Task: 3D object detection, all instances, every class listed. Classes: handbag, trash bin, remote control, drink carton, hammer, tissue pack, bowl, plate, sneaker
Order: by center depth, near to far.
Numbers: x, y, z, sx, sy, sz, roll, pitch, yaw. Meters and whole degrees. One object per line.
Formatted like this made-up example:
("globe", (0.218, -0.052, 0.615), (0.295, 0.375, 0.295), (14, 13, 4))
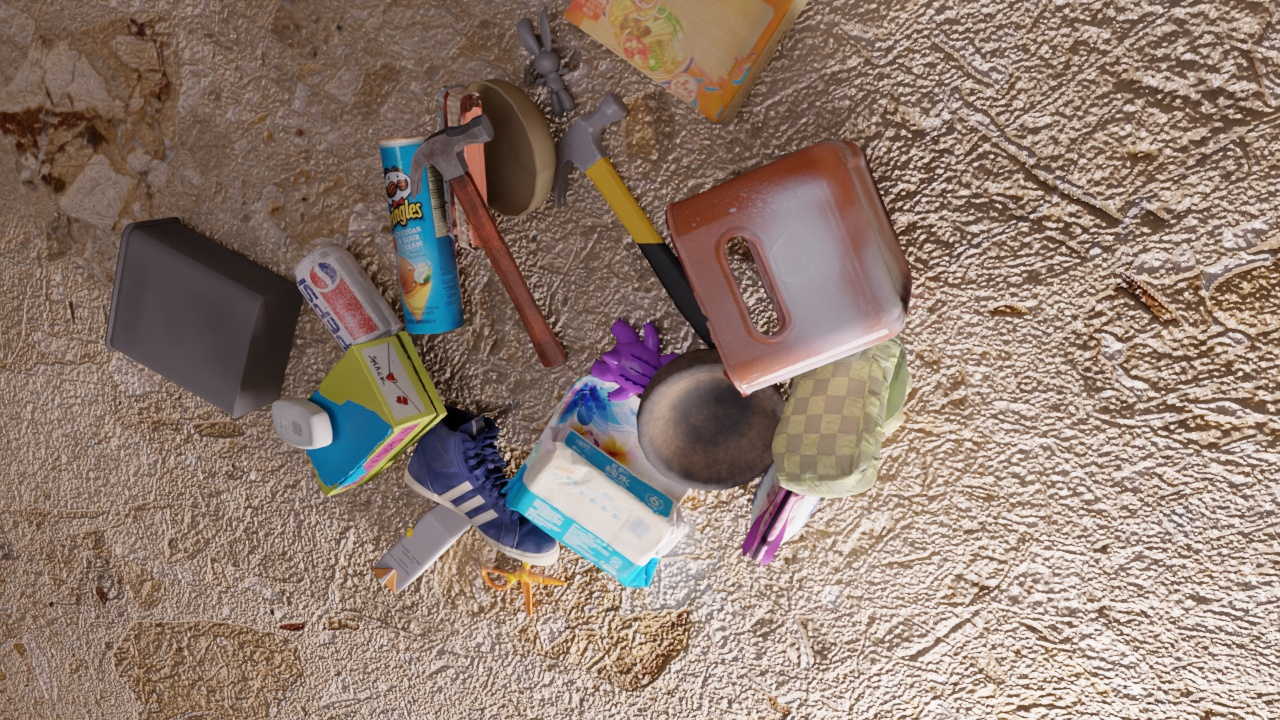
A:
("trash bin", (0.151, -0.098, 0.847), (0.158, 0.259, 0.181), (-21, 96, 22))
("handbag", (0.208, 0.057, 0.930), (0.113, 0.117, 0.186), (-6, 59, 47))
("handbag", (0.144, 0.161, 0.966), (0.068, 0.169, 0.145), (28, 112, 12))
("bowl", (0.076, 0.057, 0.998), (0.162, 0.070, 0.162), (1, 118, 1))
("bowl", (-0.141, -0.238, 1.015), (0.152, 0.050, 0.152), (31, 135, 37))
("hammer", (0.015, -0.126, 1.019), (0.127, 0.029, 0.323), (-34, 91, 25))
("hammer", (-0.158, -0.117, 1.027), (0.111, 0.028, 0.301), (-15, 120, 17))
("tissue pack", (-0.050, 0.173, 1.075), (0.209, 0.065, 0.117), (36, 114, -1))
("plate", (-0.032, 0.124, 1.108), (0.187, 0.016, 0.187), (35, 113, 9))
("sneaker", (-0.180, 0.141, 1.135), (0.233, 0.091, 0.119), (29, 110, 20))
("remote control", (-0.421, 0.078, 1.139), (0.114, 0.028, 0.060), (6, 106, 43))
("drink carton", (-0.287, 0.243, 1.208), (0.048, 0.076, 0.125), (47, 111, 4))
("trash bin", (-0.584, -0.058, 1.228), (0.220, 0.097, 0.192), (27, 112, 11))

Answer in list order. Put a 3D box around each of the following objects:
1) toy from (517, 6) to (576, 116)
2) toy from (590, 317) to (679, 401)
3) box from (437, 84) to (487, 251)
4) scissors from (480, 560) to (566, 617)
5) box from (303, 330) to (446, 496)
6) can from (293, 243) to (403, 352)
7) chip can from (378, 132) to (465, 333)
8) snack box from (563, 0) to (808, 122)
("toy", (-0.101, -0.325, 1.007), (0.049, 0.030, 0.112), (-10, 106, 38))
("toy", (-0.006, 0.006, 1.044), (0.088, 0.055, 0.106), (27, 103, -2))
("box", (-0.191, -0.208, 1.015), (0.060, 0.057, 0.187), (-2, 126, -5))
("scissors", (-0.153, 0.276, 1.199), (0.125, 0.011, 0.130), (6, 106, 20))
("box", (-0.345, 0.071, 1.144), (0.222, 0.082, 0.124), (-41, 75, 42))
("can", (-0.366, -0.072, 1.149), (0.078, 0.078, 0.136), (-36, 90, 25))
("chip can", (-0.256, -0.150, 1.087), (0.080, 0.079, 0.230), (1, 106, 20))
("snack box", (0.046, -0.350, 0.915), (0.195, 0.080, 0.145), (37, 113, 8))
